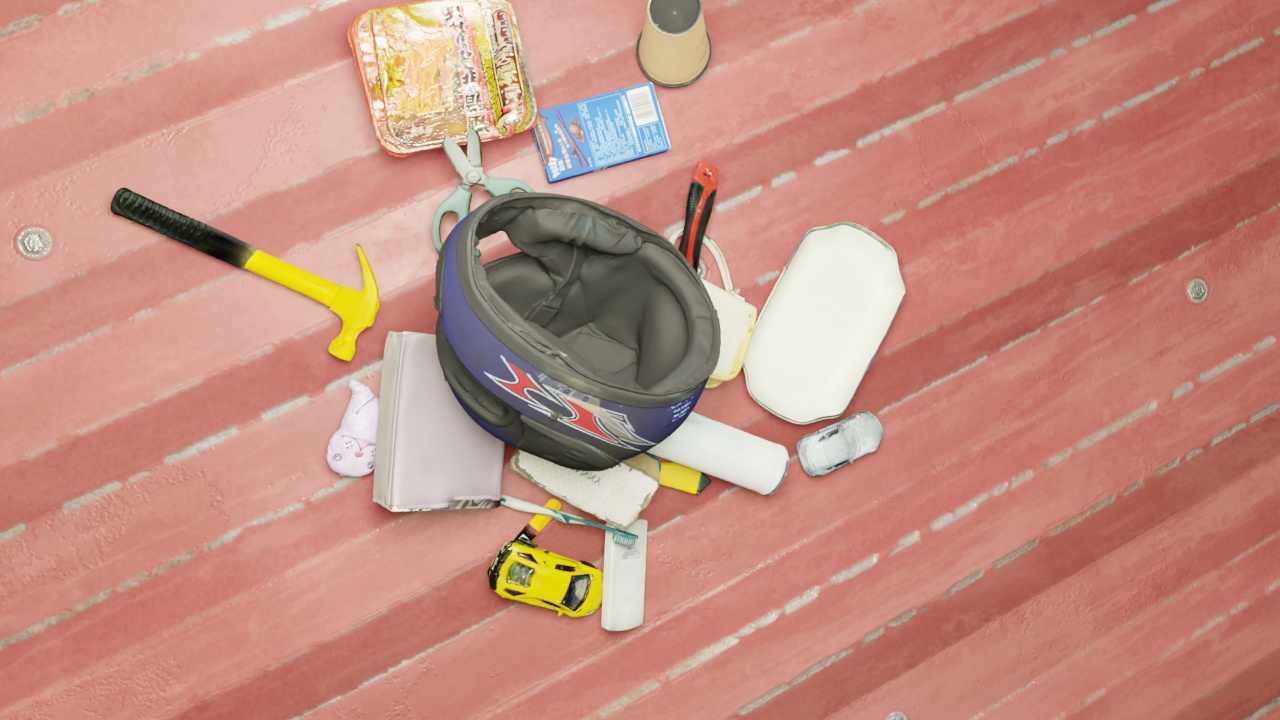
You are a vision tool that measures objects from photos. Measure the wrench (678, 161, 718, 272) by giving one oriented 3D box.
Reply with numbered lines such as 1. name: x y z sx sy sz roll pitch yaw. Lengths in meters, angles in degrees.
1. wrench: 0.062 -0.121 1.108 0.056 0.016 0.273 14 71 -16

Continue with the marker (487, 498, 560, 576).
1. marker: -0.141 0.216 1.114 0.018 0.015 0.124 42 86 -7

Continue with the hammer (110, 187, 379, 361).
1. hammer: -0.438 -0.115 1.033 0.300 0.033 0.128 24 86 -12

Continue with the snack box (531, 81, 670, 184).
1. snack box: -0.049 -0.276 1.113 0.157 0.026 0.084 -18 95 -11

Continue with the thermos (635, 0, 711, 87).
1. thermos: 0.040 -0.383 1.077 0.093 0.143 0.093 0 87 1

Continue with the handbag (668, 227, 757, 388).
1. handbag: 0.062 -0.072 1.133 0.163 0.063 0.178 26 71 -11

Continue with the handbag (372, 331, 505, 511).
1. handbag: -0.222 0.068 1.050 0.144 0.099 0.197 6 89 -28

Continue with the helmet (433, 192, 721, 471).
1. helmet: -0.088 -0.020 0.940 0.315 0.241 0.246 21 57 -29

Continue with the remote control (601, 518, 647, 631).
1. remote control: -0.020 0.263 1.128 0.056 0.019 0.135 1 92 -39

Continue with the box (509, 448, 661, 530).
1. box: -0.058 0.127 1.091 0.184 0.062 0.090 32 107 -12

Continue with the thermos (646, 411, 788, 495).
1. thermos: 0.070 0.096 1.110 0.224 0.073 0.073 22 87 -21

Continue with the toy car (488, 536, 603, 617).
1. toy car: -0.107 0.264 1.102 0.155 0.041 0.071 24 88 -22

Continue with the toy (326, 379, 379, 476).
1. toy: -0.319 0.085 1.061 0.083 0.039 0.108 26 84 -33

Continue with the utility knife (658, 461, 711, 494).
1. utility knife: 0.006 0.132 1.141 0.173 0.015 0.033 17 82 -10

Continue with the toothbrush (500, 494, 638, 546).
1. toothbrush: -0.096 0.190 1.099 0.191 0.016 0.018 15 93 4

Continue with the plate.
1. plate: 0.230 -0.048 1.174 0.162 0.034 0.265 28 86 -11

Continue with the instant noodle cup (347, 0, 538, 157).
1. instant noodle cup: -0.224 -0.322 1.049 0.188 0.079 0.164 -13 94 -12

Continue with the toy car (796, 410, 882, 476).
1. toy car: 0.259 0.108 1.184 0.120 0.037 0.054 -23 96 -13

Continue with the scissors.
1. scissors: -0.197 -0.176 1.057 0.169 0.019 0.177 -37 127 1
